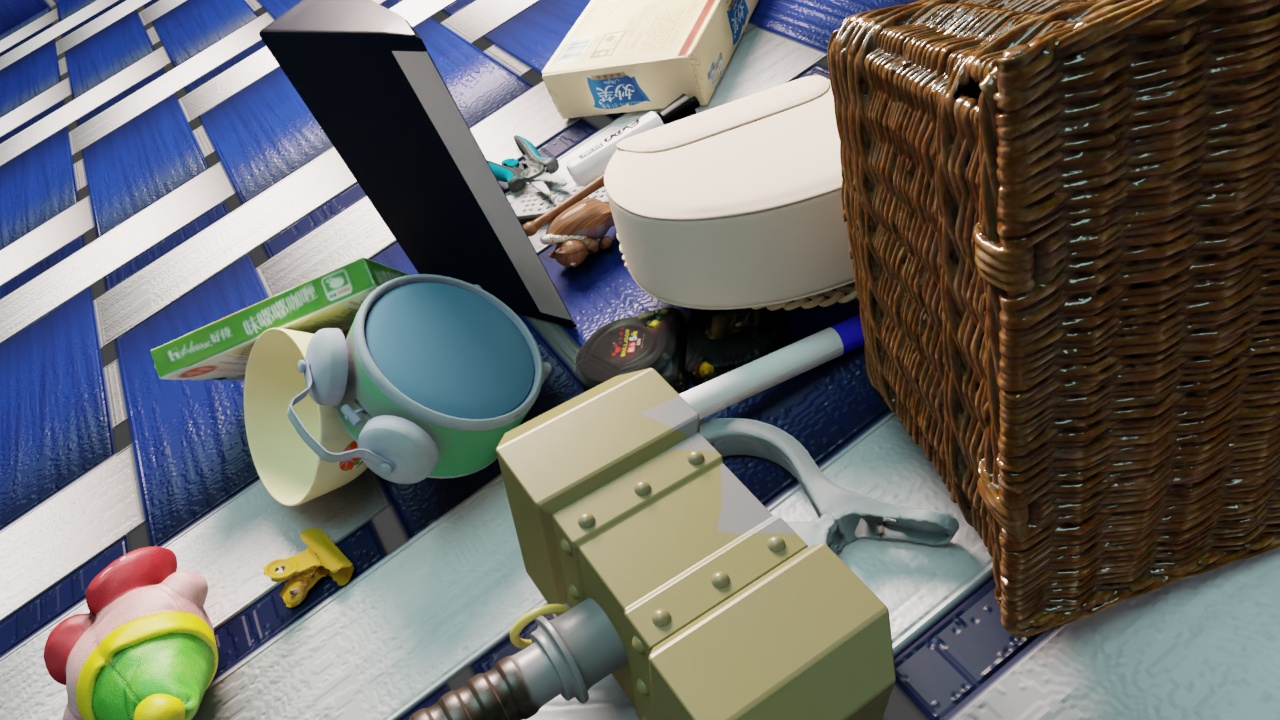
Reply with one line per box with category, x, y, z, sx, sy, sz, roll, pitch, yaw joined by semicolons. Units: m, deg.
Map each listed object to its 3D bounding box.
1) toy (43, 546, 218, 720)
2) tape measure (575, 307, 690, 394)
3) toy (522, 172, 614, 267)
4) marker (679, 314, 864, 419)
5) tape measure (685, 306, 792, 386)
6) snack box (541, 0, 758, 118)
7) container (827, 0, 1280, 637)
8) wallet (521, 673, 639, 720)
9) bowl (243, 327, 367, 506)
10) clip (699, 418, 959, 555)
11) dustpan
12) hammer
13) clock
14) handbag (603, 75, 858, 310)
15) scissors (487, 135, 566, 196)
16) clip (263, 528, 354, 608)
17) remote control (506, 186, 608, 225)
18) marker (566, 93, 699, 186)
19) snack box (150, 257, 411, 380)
toy;-0.294;0.185;0.528;0.131;0.097;0.124;33;74;23
tape measure;-0.004;0.003;0.587;0.072;0.042;0.071;-7;47;15
toy;-0.038;-0.111;0.706;0.101;0.055;0.042;-36;6;-12
marker;0.078;0.005;0.540;0.141;0.020;0.020;-23;42;-13
tape measure;0.061;-0.014;0.572;0.063;0.038;0.067;-7;46;20
snack box;0.018;-0.318;0.872;0.153;0.055;0.206;2;50;29
container;0.183;-0.049;0.395;0.162;0.250;0.183;-17;32;-4
wallet;-0.034;0.191;0.416;0.086;0.032;0.116;-9;49;2
bowl;-0.211;0.035;0.629;0.073;0.118;0.118;-6;23;-44
clip;0.067;0.090;0.479;0.163;0.028;0.107;21;61;41
dustpan;-0.167;-0.158;0.680;0.273;0.236;0.080;16;57;37
hammer;-0.083;0.152;0.365;0.324;0.101;0.190;-27;50;-21
clock;-0.141;0.017;0.568;0.122;0.076;0.161;47;41;12
handbag;0.084;-0.119;0.587;0.210;0.103;0.208;-21;31;-7
scissors;-0.108;-0.171;0.816;0.149;0.019;0.122;1;41;27
clip;-0.213;0.129;0.579;0.046;0.035;0.053;-39;45;-23
remote control;-0.060;-0.131;0.763;0.137;0.013;0.033;-4;48;24
marker;-0.005;-0.190;0.784;0.126;0.025;0.025;-32;43;-5
snack box;-0.251;-0.026;0.687;0.168;0.132;0.027;-22;86;6
